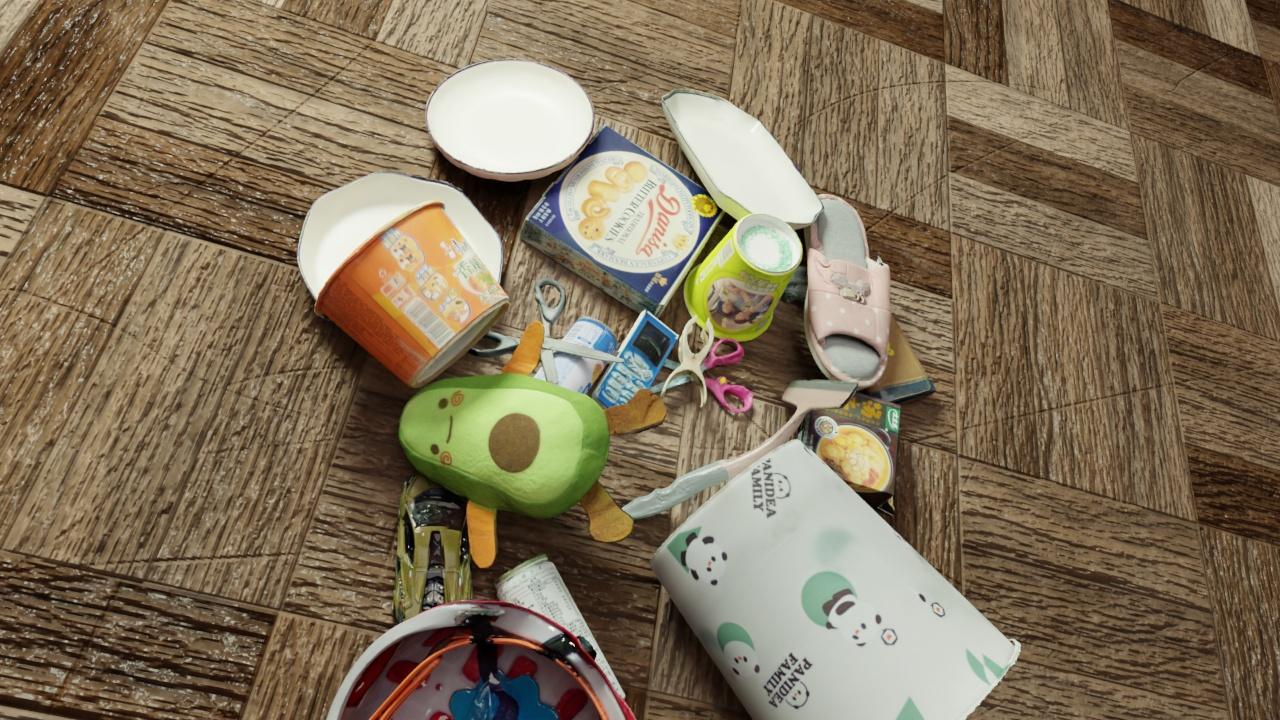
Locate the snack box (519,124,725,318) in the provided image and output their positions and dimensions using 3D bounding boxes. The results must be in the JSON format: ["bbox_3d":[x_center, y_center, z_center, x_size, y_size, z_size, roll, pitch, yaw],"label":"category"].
[{"bbox_3d":[-0.015,-0.161,1.056,0.182,0.046,0.177,32,58,0],"label":"snack box"}]

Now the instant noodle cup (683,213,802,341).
[{"bbox_3d":[0.120,-0.098,1.021,0.111,0.124,0.111,8,61,-15],"label":"instant noodle cup"}]

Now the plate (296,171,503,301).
[{"bbox_3d":[-0.245,-0.099,0.945,0.204,0.046,0.204,9,60,-15],"label":"plate"}]

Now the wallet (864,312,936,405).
[{"bbox_3d":[0.289,-0.001,1.084,0.090,0.033,0.115,-13,64,-23],"label":"wallet"}]

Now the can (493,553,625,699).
[{"bbox_3d":[-0.072,0.248,0.810,0.058,0.058,0.146,-24,73,-28],"label":"can"}]

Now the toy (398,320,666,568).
[{"bbox_3d":[-0.109,0.074,0.824,0.247,0.090,0.226,8,72,13],"label":"toy"}]

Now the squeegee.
[{"bbox_3d":[0.085,0.099,0.911,0.249,0.248,0.040,-31,92,-3],"label":"squeegee"}]

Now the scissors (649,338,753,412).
[{"bbox_3d":[0.066,0.008,1.012,0.133,0.017,0.118,21,61,-3],"label":"scissors"}]

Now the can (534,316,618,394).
[{"bbox_3d":[-0.077,0.019,0.933,0.053,0.053,0.134,34,58,1],"label":"can"}]

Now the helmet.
[{"bbox_3d":[-0.114,0.295,0.716,0.240,0.144,0.206,31,80,0],"label":"helmet"}]

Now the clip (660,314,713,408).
[{"bbox_3d":[0.054,0.001,0.989,0.070,0.035,0.099,14,66,-3],"label":"clip"}]

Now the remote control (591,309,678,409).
[{"bbox_3d":[-0.006,0.006,0.974,0.049,0.024,0.124,39,62,-15],"label":"remote control"}]

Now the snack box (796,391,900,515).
[{"bbox_3d":[0.235,0.095,1.006,0.125,0.053,0.113,16,59,-4],"label":"snack box"}]

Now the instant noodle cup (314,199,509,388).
[{"bbox_3d":[-0.199,-0.054,0.830,0.111,0.152,0.151,47,58,-1],"label":"instant noodle cup"}]

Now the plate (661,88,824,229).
[{"bbox_3d":[0.115,-0.239,1.109,0.161,0.034,0.265,1,46,-33],"label":"plate"}]

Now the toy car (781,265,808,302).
[{"bbox_3d":[0.204,-0.094,1.103,0.090,0.034,0.042,5,58,-18],"label":"toy car"}]

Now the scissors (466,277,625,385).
[{"bbox_3d":[-0.095,-0.020,0.929,0.178,0.014,0.159,11,55,17],"label":"scissors"}]

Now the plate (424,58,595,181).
[{"bbox_3d":[-0.149,-0.271,1.057,0.192,0.039,0.192,2,56,-4],"label":"plate"}]

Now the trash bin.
[{"bbox_3d":[0.155,0.223,0.814,0.229,0.230,0.252,-31,70,-30],"label":"trash bin"}]

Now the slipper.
[{"bbox_3d":[0.240,-0.090,1.062,0.114,0.055,0.273,16,55,-19],"label":"slipper"}]

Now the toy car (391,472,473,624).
[{"bbox_3d":[-0.186,0.171,0.825,0.070,0.042,0.158,3,60,-18],"label":"toy car"}]
